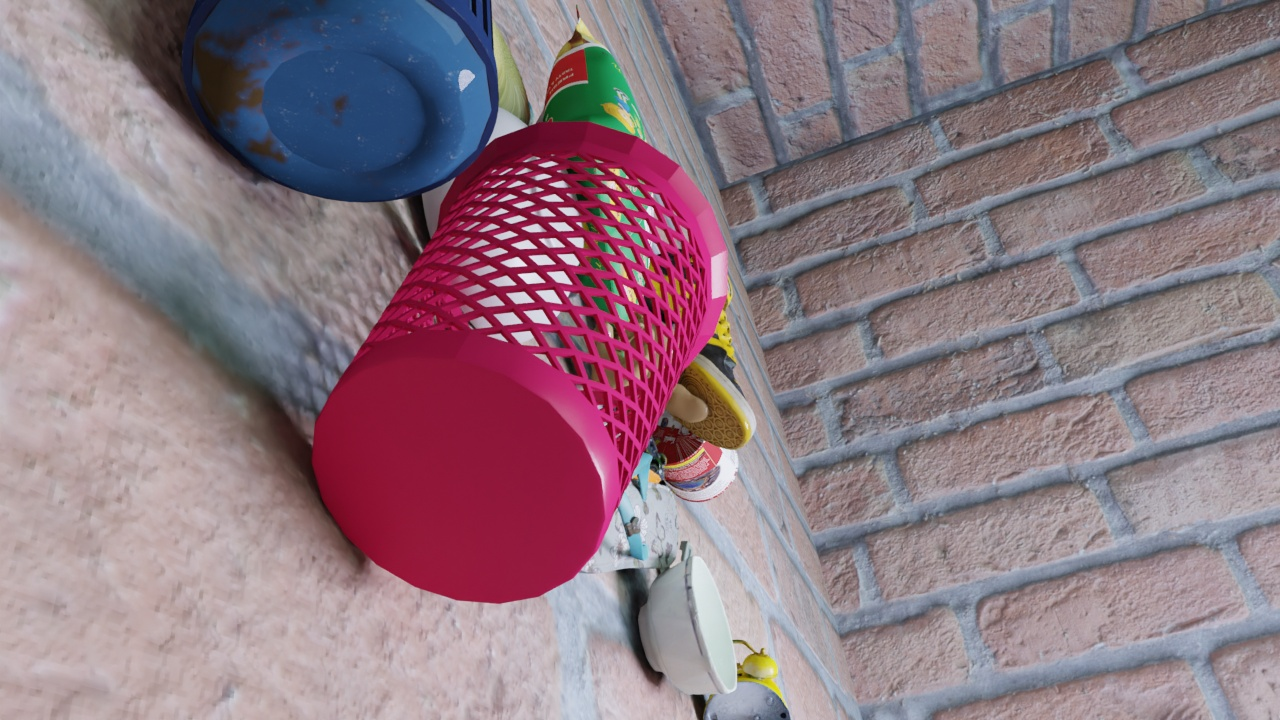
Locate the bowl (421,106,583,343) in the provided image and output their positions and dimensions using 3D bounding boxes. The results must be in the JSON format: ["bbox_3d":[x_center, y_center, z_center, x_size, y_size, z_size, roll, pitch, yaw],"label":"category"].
[{"bbox_3d":[-0.085,-0.103,0.655,0.176,0.066,0.176,-10,90,-75],"label":"bowl"}]

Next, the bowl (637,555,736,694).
[{"bbox_3d":[0.036,0.230,0.783,0.117,0.061,0.117,-17,89,-79],"label":"bowl"}]

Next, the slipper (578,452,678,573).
[{"bbox_3d":[-0.008,0.121,0.711,0.268,0.055,0.098,41,47,-60],"label":"slipper"}]

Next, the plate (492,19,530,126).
[{"bbox_3d":[-0.129,-0.245,0.751,0.184,0.036,0.184,-23,89,-80],"label":"plate"}]

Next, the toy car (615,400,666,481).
[{"bbox_3d":[-0.002,0.078,0.897,0.042,0.036,0.091,-18,91,-78],"label":"toy car"}]

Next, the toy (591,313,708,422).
[{"bbox_3d":[-0.005,0.005,0.844,0.134,0.106,0.108,32,13,24],"label":"toy"}]

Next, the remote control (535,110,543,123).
[{"bbox_3d":[-0.089,-0.205,0.838,0.130,0.012,0.033,-88,178,-64],"label":"remote control"}]

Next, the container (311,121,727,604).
[{"bbox_3d":[-0.056,-0.002,0.470,0.225,0.183,0.183,-71,142,-59],"label":"container"}]

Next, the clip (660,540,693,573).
[{"bbox_3d":[0.040,0.209,0.883,0.023,0.050,0.078,56,12,-48],"label":"clip"}]

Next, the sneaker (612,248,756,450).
[{"bbox_3d":[0.061,-0.021,0.939,0.238,0.121,0.086,50,-34,20],"label":"sneaker"}]

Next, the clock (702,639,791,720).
[{"bbox_3d":[0.098,0.327,0.877,0.057,0.083,0.118,-5,80,-83],"label":"clock"}]

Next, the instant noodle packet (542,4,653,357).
[{"bbox_3d":[-0.036,-0.159,0.790,0.252,0.090,0.196,-98,180,-46],"label":"instant noodle packet"}]

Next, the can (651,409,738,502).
[{"bbox_3d":[0.050,0.094,0.990,0.116,0.087,0.086,54,22,-55],"label":"can"}]

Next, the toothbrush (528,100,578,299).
[{"bbox_3d":[-0.091,-0.158,0.869,0.027,0.027,0.222,94,-16,-65],"label":"toothbrush"}]

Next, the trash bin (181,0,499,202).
[{"bbox_3d":[-0.137,-0.203,0.449,0.139,0.139,0.249,56,22,-54],"label":"trash bin"}]

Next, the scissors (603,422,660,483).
[{"bbox_3d":[-0.012,0.088,0.789,0.125,0.011,0.128,-65,143,-41],"label":"scissors"}]
